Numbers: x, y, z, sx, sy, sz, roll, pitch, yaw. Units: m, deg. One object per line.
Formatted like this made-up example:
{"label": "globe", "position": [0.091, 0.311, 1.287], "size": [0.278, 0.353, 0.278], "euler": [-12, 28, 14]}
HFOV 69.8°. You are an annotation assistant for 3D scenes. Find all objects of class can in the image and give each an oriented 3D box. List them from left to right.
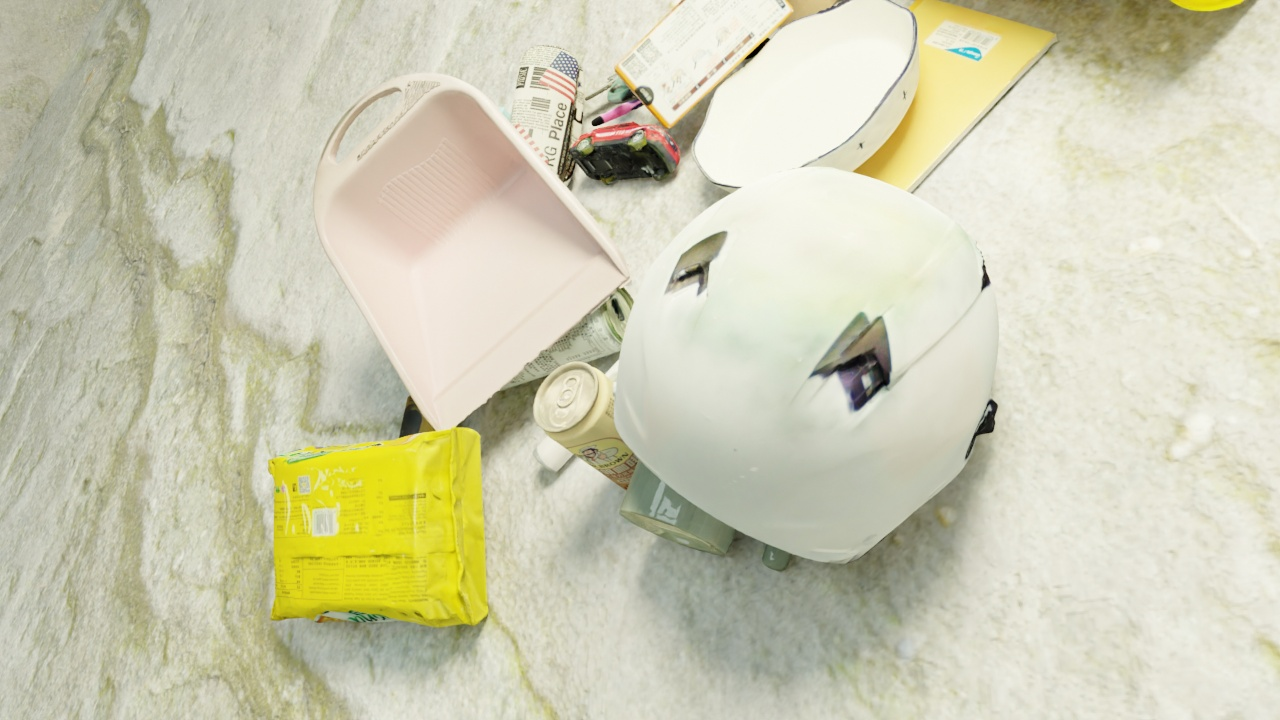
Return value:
{"label": "can", "position": [-0.075, -0.019, 0.799], "size": [0.147, 0.058, 0.058], "euler": [-18, 52, 28]}
{"label": "can", "position": [-0.022, 0.052, 0.668], "size": [0.059, 0.116, 0.058], "euler": [-20, 51, 26]}

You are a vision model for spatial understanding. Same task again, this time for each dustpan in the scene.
{"label": "dustpan", "position": [-0.173, -0.109, 0.784], "size": [0.223, 0.138, 0.273], "euler": [-42, 49, 11]}

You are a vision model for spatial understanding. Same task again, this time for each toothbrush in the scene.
{"label": "toothbrush", "position": [-0.004, 0.004, 0.752], "size": [0.221, 0.027, 0.026], "euler": [-47, 3, 2]}
{"label": "toothbrush", "position": [0.037, -0.271, 0.890], "size": [0.189, 0.014, 0.017], "euler": [-23, 37, 7]}

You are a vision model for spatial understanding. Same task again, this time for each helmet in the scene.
{"label": "helmet", "position": [0.106, -0.027, 0.544], "size": [0.229, 0.146, 0.258], "euler": [35, 62, 23]}

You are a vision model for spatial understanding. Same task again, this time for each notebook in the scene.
{"label": "notebook", "position": [0.206, -0.203, 0.742], "size": [0.206, 0.010, 0.146], "euler": [-47, 44, 2]}

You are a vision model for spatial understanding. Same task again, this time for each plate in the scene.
{"label": "plate", "position": [0.138, -0.210, 0.756], "size": [0.205, 0.045, 0.204], "euler": [-28, 39, 25]}

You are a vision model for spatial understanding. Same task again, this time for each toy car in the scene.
{"label": "toy car", "position": [-0.013, -0.202, 0.879], "size": [0.121, 0.053, 0.045], "euler": [10, 63, 43]}

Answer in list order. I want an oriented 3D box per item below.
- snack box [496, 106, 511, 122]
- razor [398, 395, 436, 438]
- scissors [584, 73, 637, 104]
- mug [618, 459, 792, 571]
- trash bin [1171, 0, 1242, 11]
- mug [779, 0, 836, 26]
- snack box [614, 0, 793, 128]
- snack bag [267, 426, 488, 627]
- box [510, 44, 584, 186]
{"label": "snack box", "position": [-0.190, -0.248, 1.031], "size": [0.175, 0.074, 0.051], "euler": [23, 77, 44]}
{"label": "razor", "position": [-0.202, 0.066, 0.840], "size": [0.062, 0.067, 0.167], "euler": [-7, 64, 35]}
{"label": "scissors", "position": [0.008, -0.292, 0.915], "size": [0.171, 0.019, 0.180], "euler": [-24, 28, 22]}
{"label": "mug", "position": [0.058, 0.077, 0.626], "size": [0.124, 0.084, 0.103], "euler": [18, 73, 17]}
{"label": "trash bin", "position": [0.310, -0.378, 0.640], "size": [0.229, 0.229, 0.255], "euler": [-50, 39, -1]}
{"label": "mug", "position": [0.148, -0.373, 0.835], "size": [0.125, 0.103, 0.084], "euler": [19, 74, 44]}
{"label": "snack box", "position": [0.056, -0.288, 0.825], "size": [0.154, 0.075, 0.026], "euler": [-42, 11, 8]}
{"label": "snack bag", "position": [-0.231, 0.141, 0.769], "size": [0.247, 0.068, 0.158], "euler": [-10, 79, 33]}
{"label": "box", "position": [-0.101, -0.250, 0.945], "size": [0.076, 0.087, 0.162], "euler": [-10, 64, 41]}
